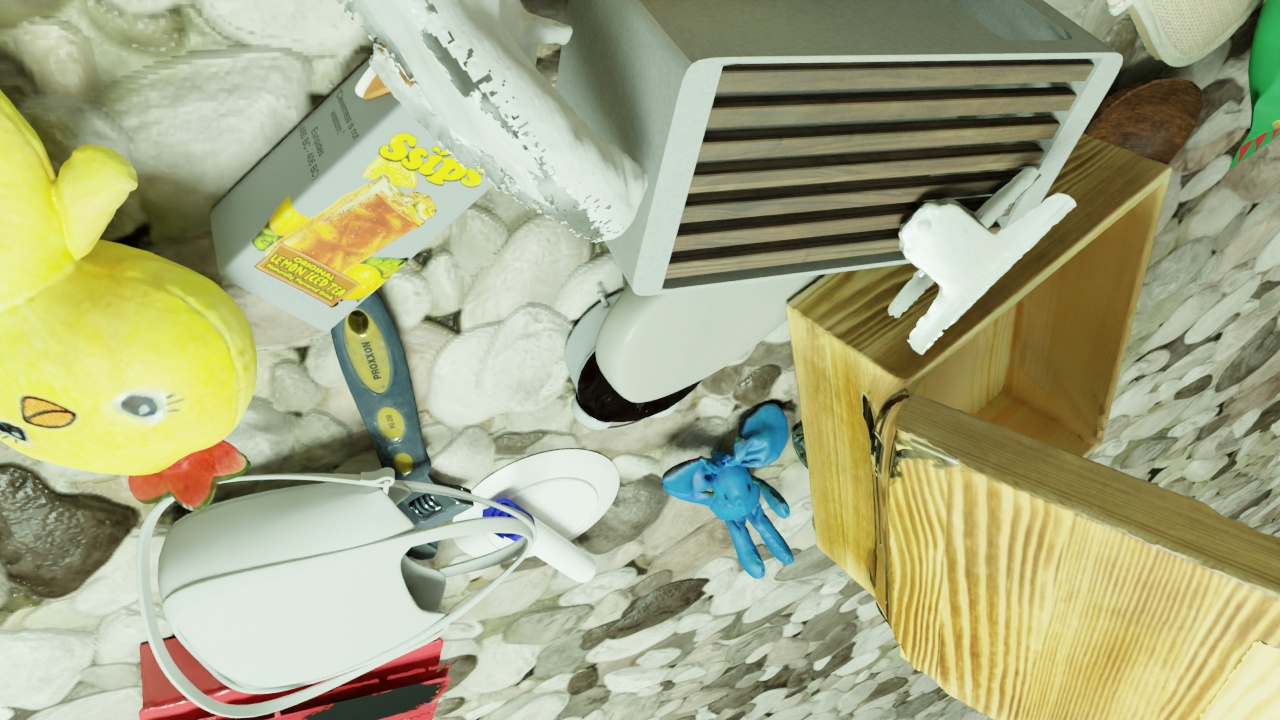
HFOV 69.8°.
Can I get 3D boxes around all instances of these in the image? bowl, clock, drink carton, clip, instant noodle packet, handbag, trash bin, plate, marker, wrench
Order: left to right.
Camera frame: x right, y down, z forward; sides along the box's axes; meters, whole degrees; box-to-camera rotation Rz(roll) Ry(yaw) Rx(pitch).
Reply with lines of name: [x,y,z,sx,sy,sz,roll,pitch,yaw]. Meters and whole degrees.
drink carton: [-0.128,-0.079,0.419,0.125,0.048,0.076,-38,141,12]
handbag: [-0.175,0.137,0.585,0.222,0.095,0.216,-13,142,-9]
wrench: [-0.152,0.050,0.573,0.073,0.022,0.274,-12,141,-11]
plate: [-0.077,0.117,0.704,0.134,0.011,0.135,-17,141,-15]
marker: [-0.074,0.140,0.702,0.027,0.023,0.133,-15,146,18]
clock: [-0.004,0.004,0.602,0.094,0.035,0.123,-10,139,-22]
trash bin: [0.087,-0.124,0.447,0.228,0.114,0.115,-9,138,-24]
clip: [0.155,-0.055,0.452,0.102,0.052,0.057,-50,166,24]
bowl: [0.330,-0.154,0.634,0.114,0.026,0.102,-7,137,-26]
instant noodle packet: [0.443,-0.255,0.526,0.195,0.090,0.253,-30,141,-22]

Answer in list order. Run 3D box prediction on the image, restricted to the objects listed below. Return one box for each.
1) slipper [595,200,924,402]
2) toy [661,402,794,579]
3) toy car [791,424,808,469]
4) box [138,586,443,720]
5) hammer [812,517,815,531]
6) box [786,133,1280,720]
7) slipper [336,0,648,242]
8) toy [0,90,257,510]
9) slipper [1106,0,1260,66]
slipper: [0.065,-0.069,0.541,0.265,0.080,0.113,-28,152,-29]
toy: [0.084,0.106,0.748,0.112,0.071,0.176,-30,132,-3]
toy car: [0.183,0.049,0.757,0.120,0.056,0.043,-36,148,14]
box: [-0.281,0.234,0.735,0.213,0.153,0.165,-5,139,-26]
hammer: [0.253,0.052,0.820,0.130,0.032,0.320,-11,139,-20]
box: [0.266,0.091,0.546,0.285,0.334,0.279,-34,140,-15]
slipper: [-0.078,-0.138,0.316,0.074,0.112,0.247,-40,119,0]
toy: [-0.240,-0.024,0.383,0.134,0.092,0.208,-12,135,11]
slipper: [0.292,-0.238,0.496,0.262,0.052,0.115,22,119,-46]
